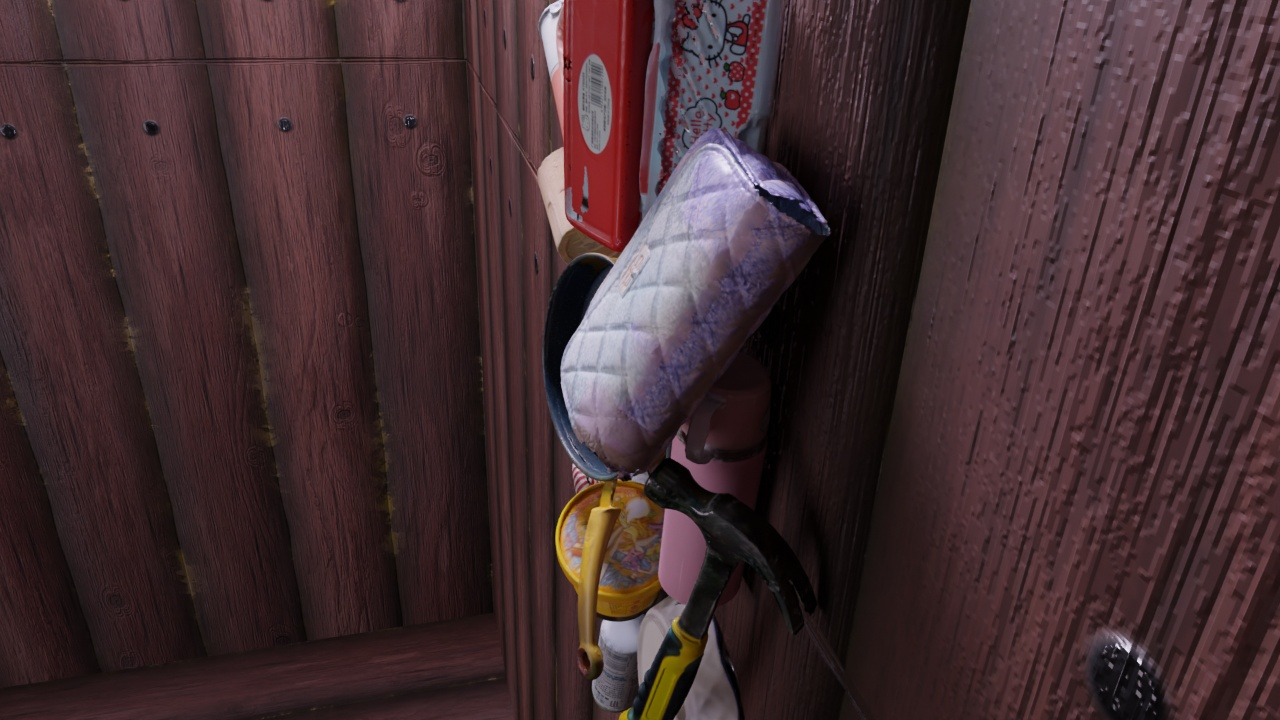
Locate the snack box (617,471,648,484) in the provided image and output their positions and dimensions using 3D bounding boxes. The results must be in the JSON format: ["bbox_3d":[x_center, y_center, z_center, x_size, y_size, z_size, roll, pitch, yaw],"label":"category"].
[{"bbox_3d":[-0.017,0.123,1.022,0.085,0.027,0.156,99,161,-44],"label":"snack box"}]

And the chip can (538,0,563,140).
[{"bbox_3d":[-0.053,-0.265,0.932,0.071,0.071,0.214,111,150,-60],"label":"chip can"}]

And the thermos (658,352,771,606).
[{"bbox_3d":[0.048,0.092,0.648,0.087,0.067,0.199,-51,-27,-49],"label":"thermos"}]

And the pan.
[{"bbox_3d":[-0.034,0.085,0.788,0.198,0.078,0.357,-16,79,59],"label":"pan"}]

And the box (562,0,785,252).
[{"bbox_3d":[0.011,-0.160,0.613,0.161,0.058,0.201,23,129,26],"label":"box"}]

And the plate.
[{"bbox_3d":[0.040,0.315,0.831,0.205,0.045,0.205,174,91,-76],"label":"plate"}]

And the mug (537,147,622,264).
[{"bbox_3d":[-0.054,-0.153,0.985,0.125,0.084,0.103,61,-169,-59],"label":"mug"}]

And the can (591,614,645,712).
[{"bbox_3d":[-0.023,0.348,1.058,0.147,0.058,0.058,99,160,-44],"label":"can"}]

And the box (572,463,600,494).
[{"bbox_3d":[-0.042,0.183,1.068,0.068,0.052,0.164,-84,-21,-65],"label":"box"}]

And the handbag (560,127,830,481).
[{"bbox_3d":[0.022,-0.038,0.562,0.194,0.075,0.134,-57,27,24],"label":"handbag"}]

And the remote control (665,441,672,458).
[{"bbox_3d":[0.046,0.051,0.693,0.024,0.053,0.137,-112,23,-50],"label":"remote control"}]

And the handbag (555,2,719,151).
[{"bbox_3d":[0.012,-0.261,0.692,0.235,0.093,0.193,121,142,-54],"label":"handbag"}]

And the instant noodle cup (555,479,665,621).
[{"bbox_3d":[-0.021,0.194,0.900,0.115,0.118,0.118,91,167,-56],"label":"instant noodle cup"}]

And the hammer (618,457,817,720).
[{"bbox_3d":[0.034,0.207,0.666,0.126,0.031,0.324,33,137,19],"label":"hammer"}]
